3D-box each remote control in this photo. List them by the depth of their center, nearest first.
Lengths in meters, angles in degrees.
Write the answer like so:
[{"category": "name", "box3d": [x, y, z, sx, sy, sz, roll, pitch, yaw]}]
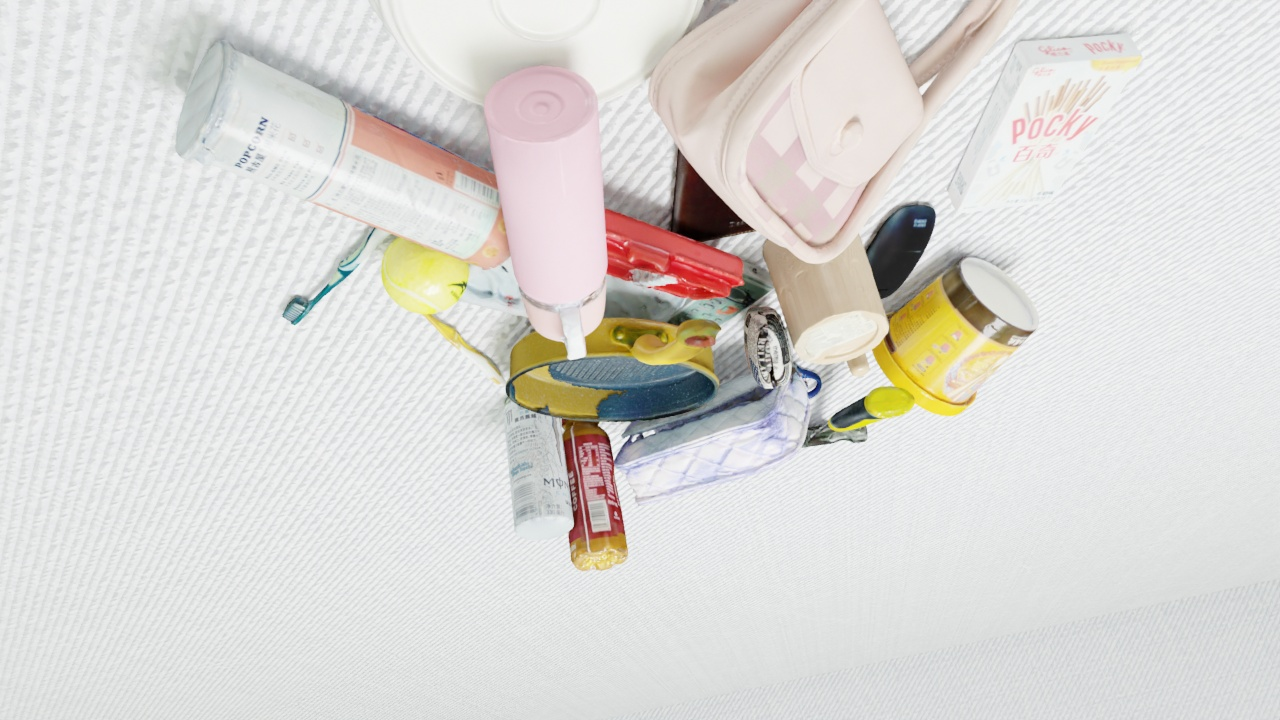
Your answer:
[{"category": "remote control", "box3d": [0.225, -0.088, 0.825, 0.053, 0.024, 0.137, -4, 149, -12]}, {"category": "remote control", "box3d": [0.057, -0.046, 0.847, 0.056, 0.019, 0.135, 19, 139, -40]}]

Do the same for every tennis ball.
[{"category": "tennis ball", "box3d": [-0.164, -0.067, 0.699, 0.065, 0.065, 0.066, -8, 149, -5]}]

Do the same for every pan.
[{"category": "pan", "box3d": [-0.005, 0.005, 0.779, 0.197, 0.078, 0.358, 4, 160, -15]}]

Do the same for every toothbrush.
[{"category": "toothbrush", "box3d": [-0.228, -0.077, 0.713, 0.018, 0.016, 0.192, 30, 132, -34]}, {"category": "toothbrush", "box3d": [-0.163, -0.021, 0.826, 0.018, 0.016, 0.191, -26, 147, 8]}]

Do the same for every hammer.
[{"category": "hammer", "box3d": [0.214, 0.066, 0.973, 0.126, 0.032, 0.323, -8, 170, -2]}]

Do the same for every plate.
[{"category": "plate", "box3d": [-0.054, -0.215, 0.508, 0.205, 0.045, 0.205, -8, 150, -5]}]

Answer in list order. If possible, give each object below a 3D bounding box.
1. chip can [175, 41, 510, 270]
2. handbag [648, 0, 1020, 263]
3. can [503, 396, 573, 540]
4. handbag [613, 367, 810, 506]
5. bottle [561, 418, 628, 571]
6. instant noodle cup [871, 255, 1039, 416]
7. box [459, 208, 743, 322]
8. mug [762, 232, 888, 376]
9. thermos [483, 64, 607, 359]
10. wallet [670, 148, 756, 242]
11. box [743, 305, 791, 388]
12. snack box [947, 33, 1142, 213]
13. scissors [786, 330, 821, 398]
[{"category": "chip can", "box3d": [-0.177, -0.124, 0.595, 0.214, 0.071, 0.071, 19, 138, -40]}, {"category": "handbag", "box3d": [0.139, -0.181, 0.572, 0.234, 0.093, 0.193, -42, 151, 13]}, {"category": "can", "box3d": [-0.104, 0.103, 0.921, 0.058, 0.146, 0.058, -7, 149, -5]}, {"category": "handbag", "box3d": [0.073, 0.072, 0.944, 0.194, 0.133, 0.075, -21, 105, 24]}, {"category": "bottle", "box3d": [-0.053, 0.125, 0.945, 0.057, 0.174, 0.058, -7, 149, -5]}, {"category": "instant noodle cup", "box3d": [0.300, -0.027, 0.869, 0.118, 0.118, 0.115, 9, 136, -30]}, {"category": "box", "box3d": [-0.033, -0.072, 0.750, 0.200, 0.058, 0.162, 14, 153, -33]}, {"category": "mug", "box3d": [0.163, -0.052, 0.789, 0.084, 0.103, 0.124, -20, 148, 16]}, {"category": "thermos", "box3d": [-0.054, -0.082, 0.591, 0.067, 0.087, 0.199, -9, 145, -7]}, {"category": "wallet", "box3d": [0.073, -0.136, 0.706, 0.096, 0.020, 0.122, -7, 151, -6]}, {"category": "box", "box3d": [0.115, -0.015, 0.812, 0.052, 0.068, 0.164, -24, -174, 10]}, {"category": "snack box", "box3d": [0.302, -0.176, 0.702, 0.084, 0.026, 0.157, -7, 150, -6]}, {"category": "scissors", "box3d": [0.144, 0.008, 0.973, 0.133, 0.012, 0.172, -29, 143, 29]}]
